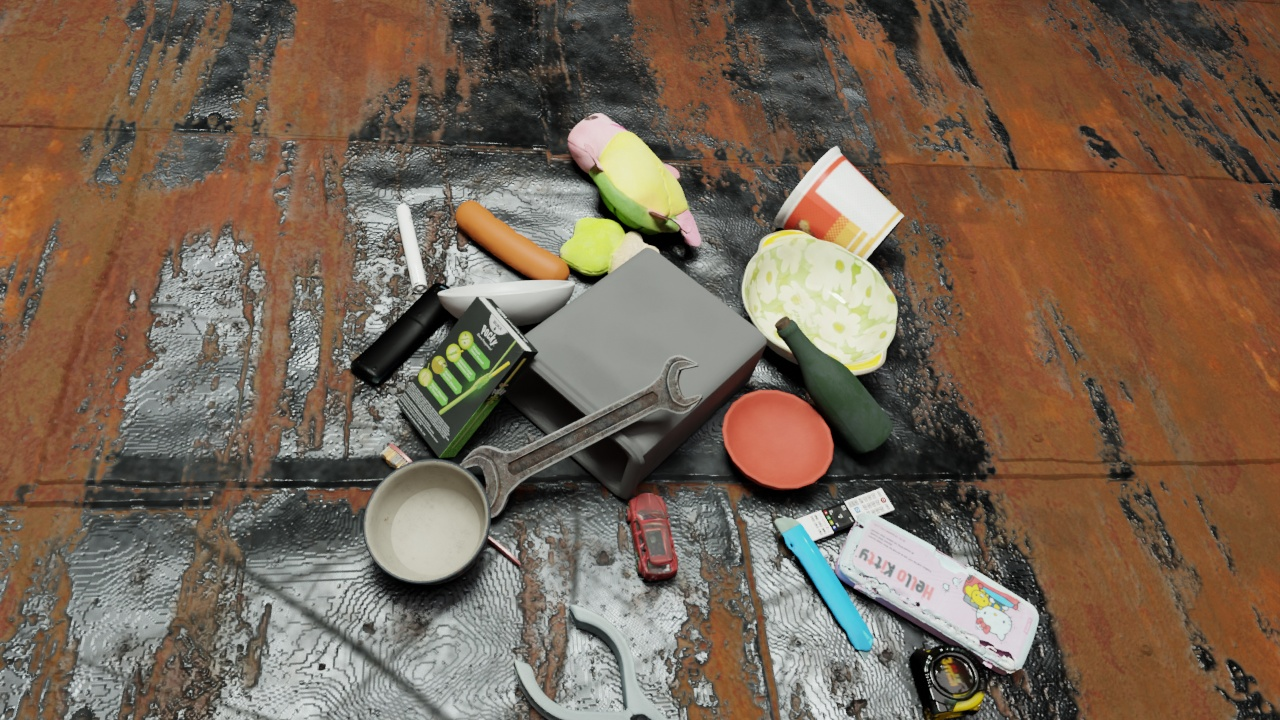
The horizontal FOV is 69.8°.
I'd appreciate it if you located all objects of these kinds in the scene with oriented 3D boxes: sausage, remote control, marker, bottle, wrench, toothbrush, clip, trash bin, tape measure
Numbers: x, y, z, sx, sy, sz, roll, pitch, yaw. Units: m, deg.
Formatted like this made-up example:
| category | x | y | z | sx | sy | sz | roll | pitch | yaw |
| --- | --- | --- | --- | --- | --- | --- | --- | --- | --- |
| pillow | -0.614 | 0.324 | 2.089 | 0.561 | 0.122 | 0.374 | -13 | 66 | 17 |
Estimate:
| category | x | y | z | sx | sy | sz | roll | pitch | yaw |
| --- | --- | --- | --- | --- | --- | --- | --- | --- | --- |
| sausage | -0.156 | -0.138 | 1.096 | 0.164 | 0.039 | 0.044 | 34 | 36 | 13 |
| remote control | 0.210 | 0.167 | 0.969 | 0.124 | 0.012 | 0.028 | -16 | 59 | -21 |
| marker | -0.272 | -0.135 | 1.084 | 0.017 | 0.020 | 0.133 | -21 | 59 | 2 |
| bottle | 0.203 | 0.022 | 0.995 | 0.174 | 0.055 | 0.055 | 50 | 55 | -14 |
| wrench | -0.061 | 0.073 | 0.883 | 0.274 | 0.010 | 0.070 | -27 | 78 | 13 |
| toothbrush | -0.188 | 0.144 | 0.906 | 0.184 | 0.015 | 0.015 | 37 | 59 | 14 |
| remote control | -0.257 | -0.033 | 1.015 | 0.041 | 0.020 | 0.151 | 29 | 55 | 12 |
| clip | -0.015 | 0.282 | 0.834 | 0.172 | 0.029 | 0.142 | 32 | 57 | 11 |
| trash bin | -0.006 | 0.006 | 0.990 | 0.192 | 0.098 | 0.219 | 39 | 56 | 17 |
| tape measure | 0.294 | 0.304 | 0.873 | 0.062 | 0.038 | 0.067 | -6 | 53 | -6 |

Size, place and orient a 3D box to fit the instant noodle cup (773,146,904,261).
| category | x | y | z | sx | sy | sz | roll | pitch | yaw |
| --- | --- | --- | --- | --- | --- | --- | --- | --- | --- |
| instant noodle cup | 0.256 | -0.184 | 1.168 | 0.121 | 0.124 | 0.123 | 41 | 57 | 8 |

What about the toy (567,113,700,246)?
| category | x | y | z | sx | sy | sz | roll | pitch | yaw |
| --- | --- | --- | --- | --- | --- | --- | --- | --- | --- |
| toy | -0.011 | -0.227 | 1.155 | 0.238 | 0.088 | 0.189 | 48 | 31 | 22 |

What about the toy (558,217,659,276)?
| category | x | y | z | sx | sy | sz | roll | pitch | yaw |
| --- | --- | --- | --- | --- | --- | --- | --- | --- | --- |
| toy | -0.036 | -0.132 | 1.110 | 0.115 | 0.046 | 0.091 | 17 | 51 | 8 |

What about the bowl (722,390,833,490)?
| category | x | y | z | sx | sy | sz | roll | pitch | yaw |
| --- | --- | --- | --- | --- | --- | --- | --- | --- | --- |
| bowl | 0.145 | 0.092 | 0.995 | 0.122 | 0.035 | 0.121 | 5 | 54 | -7 |

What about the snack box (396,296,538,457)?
| category | x | y | z | sx | sy | sz | roll | pitch | yaw |
| --- | --- | --- | --- | --- | --- | --- | --- | --- | --- |
| snack box | -0.177 | 0.018 | 0.927 | 0.080 | 0.148 | 0.025 | 47 | 18 | 21 |

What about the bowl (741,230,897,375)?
| category | x | y | z | sx | sy | sz | roll | pitch | yaw |
| --- | --- | --- | --- | --- | --- | --- | --- | --- | --- |
| bowl | 0.207 | -0.057 | 1.098 | 0.188 | 0.060 | 0.219 | -14 | 58 | -19 |

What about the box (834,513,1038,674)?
| category | x | y | z | sx | sy | sz | roll | pitch | yaw |
| --- | --- | --- | --- | --- | --- | --- | --- | --- | --- |
| box | 0.294 | 0.232 | 0.916 | 0.202 | 0.045 | 0.086 | 30 | 57 | 9 |

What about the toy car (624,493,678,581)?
| category | x | y | z | sx | sy | sz | roll | pitch | yaw |
| --- | --- | --- | --- | --- | --- | --- | --- | --- | --- |
| toy car | 0.012 | 0.174 | 0.913 | 0.042 | 0.036 | 0.091 | -3 | 50 | -12 |

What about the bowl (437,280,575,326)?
| category | x | y | z | sx | sy | sz | roll | pitch | yaw |
| --- | --- | --- | --- | --- | --- | --- | --- | --- | --- |
| bowl | -0.145 | -0.060 | 1.008 | 0.149 | 0.149 | 0.043 | -6 | 100 | -15 |

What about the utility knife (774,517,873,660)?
| category | x | y | z | sx | sy | sz | roll | pitch | yaw |
| --- | --- | --- | --- | --- | --- | --- | --- | --- | --- |
| utility knife | 0.185 | 0.224 | 0.915 | 0.031 | 0.015 | 0.158 | -21 | 69 | -27 |

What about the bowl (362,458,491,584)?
| category | x | y | z | sx | sy | sz | roll | pitch | yaw |
| --- | --- | --- | --- | --- | --- | --- | --- | --- | --- |
| bowl | -0.195 | 0.156 | 0.860 | 0.115 | 0.059 | 0.115 | 0 | 67 | -1 |
